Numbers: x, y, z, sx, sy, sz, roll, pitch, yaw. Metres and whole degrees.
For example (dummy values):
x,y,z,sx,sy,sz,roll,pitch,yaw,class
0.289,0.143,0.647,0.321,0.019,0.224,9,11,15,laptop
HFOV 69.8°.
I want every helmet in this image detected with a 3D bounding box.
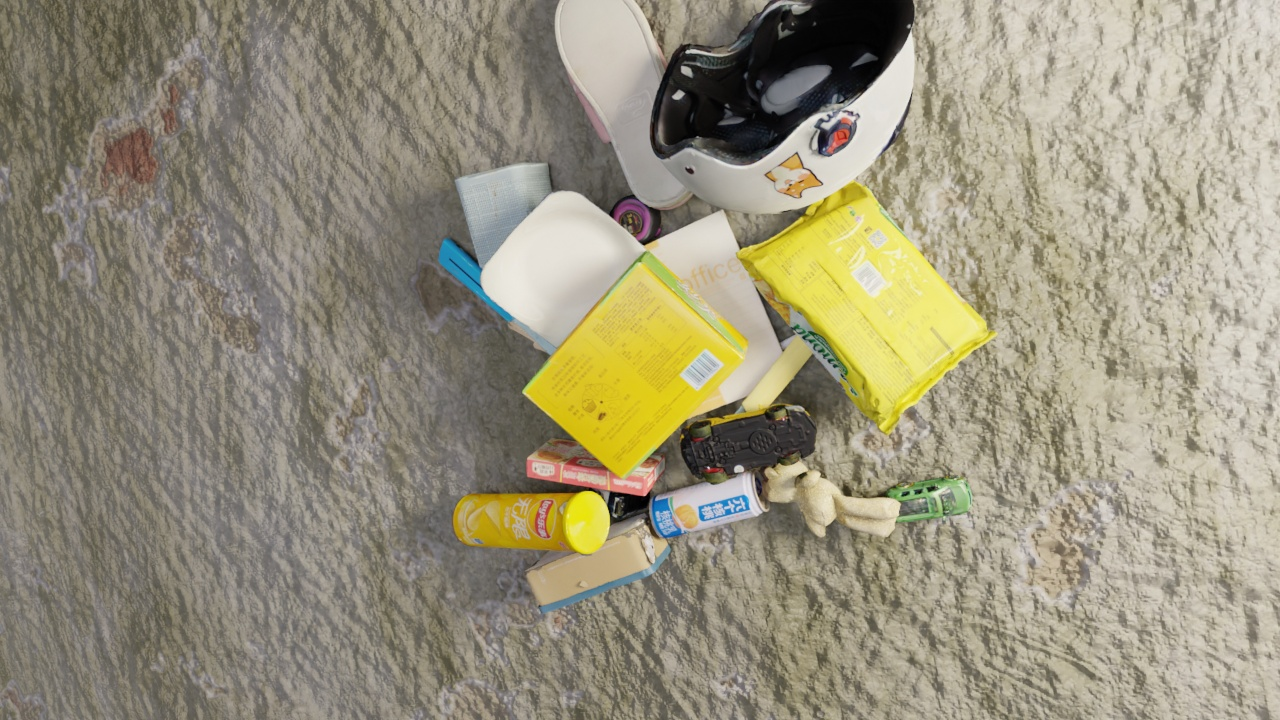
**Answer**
x,y,z,sx,sy,sz,roll,pitch,yaw,class
0.152,-0.241,0.915,0.274,0.229,0.157,-22,134,16,helmet

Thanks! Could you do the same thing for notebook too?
x,y,z,sx,sy,sz,roll,pitch,yaw,class
0.070,-0.048,1.047,0.146,0.010,0.206,-22,92,19,notebook

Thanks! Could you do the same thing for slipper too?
x,y,z,sx,sy,sz,roll,pitch,yaw,class
-0.011,-0.297,1.028,0.114,0.054,0.274,-28,86,21,slipper

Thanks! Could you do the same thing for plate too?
x,y,z,sx,sy,sz,roll,pitch,yaw,class
-0.080,-0.101,1.039,0.163,0.034,0.164,38,110,-24,plate

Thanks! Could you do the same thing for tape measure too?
x,y,z,sx,sy,sz,roll,pitch,yaw,class
-0.030,0.161,1.110,0.066,0.065,0.033,18,108,31,tape measure
-0.005,-0.162,1.059,0.058,0.039,0.057,-36,87,26,tape measure

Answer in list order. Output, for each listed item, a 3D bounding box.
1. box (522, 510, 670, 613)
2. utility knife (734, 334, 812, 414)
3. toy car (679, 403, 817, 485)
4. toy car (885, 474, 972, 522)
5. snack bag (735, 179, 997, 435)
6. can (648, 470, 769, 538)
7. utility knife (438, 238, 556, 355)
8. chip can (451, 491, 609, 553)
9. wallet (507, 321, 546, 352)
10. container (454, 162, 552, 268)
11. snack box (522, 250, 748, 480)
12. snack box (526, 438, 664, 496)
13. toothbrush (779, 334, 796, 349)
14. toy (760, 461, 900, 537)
x,y,z,sx,sy,sz,roll,pitch,yaw,class
-0.058,0.248,1.125,0.185,0.089,0.062,-27,90,24,box
0.144,0.025,1.020,0.031,0.022,0.216,40,101,11,utility knife
0.119,0.090,1.015,0.156,0.041,0.071,-14,105,16,toy car
0.315,0.154,1.003,0.091,0.036,0.043,-14,93,18,toy car
0.235,-0.066,0.953,0.158,0.068,0.246,-40,83,3,snack bag
0.081,0.169,1.078,0.135,0.053,0.053,-18,93,22,can
-0.173,-0.075,1.129,0.218,0.018,0.034,41,111,18,utility knife
-0.137,0.196,1.117,0.214,0.071,0.072,-8,97,41,chip can
-0.104,-0.048,1.123,0.115,0.024,0.087,28,109,12,wallet
-0.152,-0.170,1.085,0.090,0.090,0.111,-8,100,21,container
-0.006,0.006,1.024,0.157,0.070,0.210,42,111,-4,snack box
-0.053,0.127,1.106,0.153,0.075,0.025,6,107,19,snack box
0.160,-0.016,1.037,0.180,0.016,0.016,-25,92,22,toothbrush
0.208,0.152,1.016,0.157,0.066,0.105,16,147,30,toy
